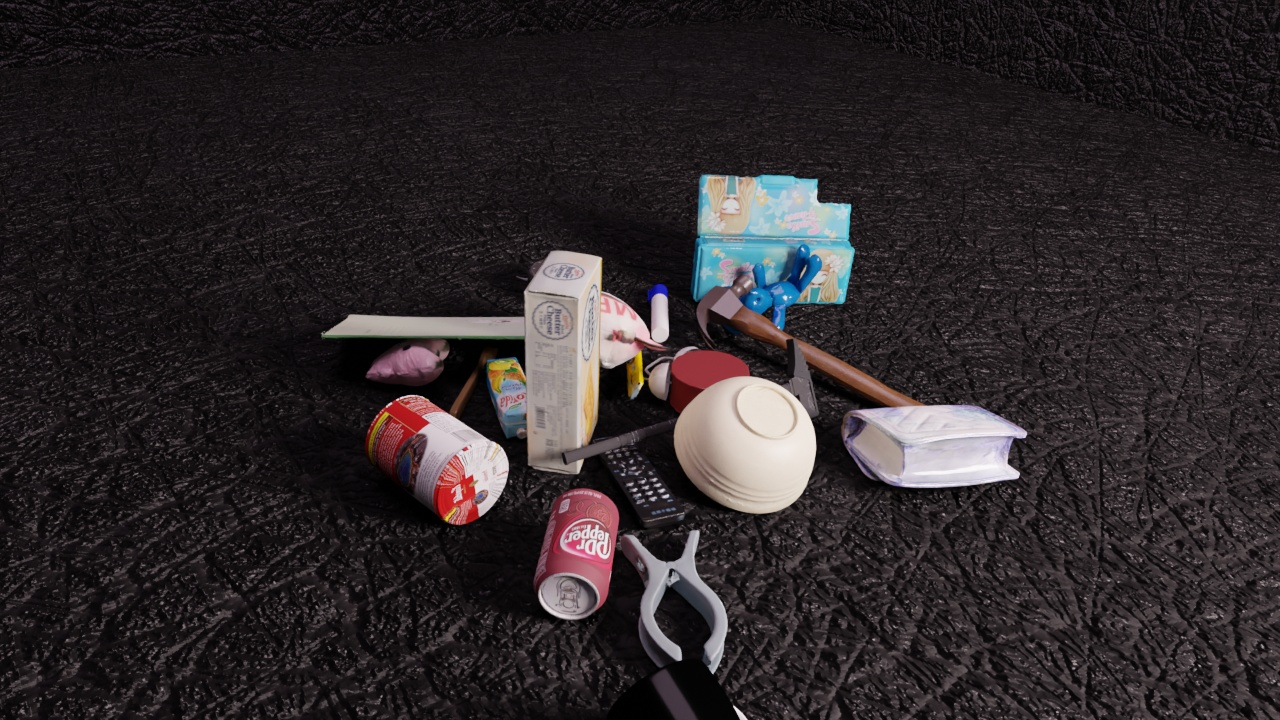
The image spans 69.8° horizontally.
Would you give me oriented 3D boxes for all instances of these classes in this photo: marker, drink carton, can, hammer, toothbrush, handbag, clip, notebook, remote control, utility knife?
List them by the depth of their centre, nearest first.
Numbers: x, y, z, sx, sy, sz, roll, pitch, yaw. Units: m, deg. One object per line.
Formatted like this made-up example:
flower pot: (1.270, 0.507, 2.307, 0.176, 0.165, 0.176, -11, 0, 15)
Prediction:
clip: (0.046, 0.205, 0.796, 0.107, 0.028, 0.163, -2, 31, -13)
can: (-0.055, 0.168, 0.809, 0.063, 0.063, 0.114, 5, 30, 2)
can: (-0.199, 0.096, 0.894, 0.116, 0.087, 0.086, 27, 37, 35)
remote control: (-0.005, 0.123, 0.938, 0.047, 0.022, 0.150, -8, 30, -20)
handbag: (0.315, 0.089, 0.996, 0.158, 0.069, 0.126, -4, 17, -14)
hammer: (0.059, 0.055, 0.997, 0.324, 0.095, 0.015, -15, 4, -29)
drink carton: (-0.147, 0.041, 1.043, 0.044, 0.039, 0.129, -6, 31, -17)
toothbrush: (-0.198, 0.025, 1.090, 0.016, 0.016, 0.166, 6, 29, 5)
utility knife: (-0.007, 0.007, 1.123, 0.017, 0.030, 0.162, 26, 22, -16)
notebook: (-0.249, -0.041, 1.142, 0.252, 0.010, 0.182, 0, 10, -7)
hammer: (0.207, -0.007, 1.148, 0.323, 0.033, 0.115, 31, 66, 29)
marker: (0.025, -0.066, 1.268, 0.027, 0.023, 0.133, -15, 28, 9)

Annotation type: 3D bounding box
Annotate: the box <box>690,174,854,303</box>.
box: (0.191, -0.169, 1.310, 0.227, 0.185, 0.056, 0, 20, -6)

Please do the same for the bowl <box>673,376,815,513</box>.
bowl: (0.116, 0.072, 0.934, 0.150, 0.076, 0.150, 9, 49, -11)

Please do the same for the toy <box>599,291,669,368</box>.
toy: (-0.060, -0.044, 1.109, 0.142, 0.084, 0.213, 24, 2, -25)

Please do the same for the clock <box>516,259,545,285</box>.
clock: (-0.111, -0.107, 1.301, 0.091, 0.044, 0.123, -20, 38, -36)

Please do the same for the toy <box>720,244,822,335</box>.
toy: (0.172, -0.094, 1.276, 0.176, 0.071, 0.113, -33, 44, -10)

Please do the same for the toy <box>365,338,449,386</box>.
toy: (-0.276, 0.003, 1.084, 0.096, 0.053, 0.099, -11, 20, -1)

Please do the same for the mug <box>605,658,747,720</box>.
mug: (0.046, 0.274, 0.637, 0.118, 0.085, 0.100, 17, 28, -46)

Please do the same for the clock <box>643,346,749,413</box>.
clock: (0.071, 0.026, 1.085, 0.138, 0.048, 0.096, 21, 34, 30)

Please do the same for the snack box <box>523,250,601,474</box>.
snack box: (-0.079, 0.002, 0.950, 0.057, 0.208, 0.104, 7, 30, 7)
